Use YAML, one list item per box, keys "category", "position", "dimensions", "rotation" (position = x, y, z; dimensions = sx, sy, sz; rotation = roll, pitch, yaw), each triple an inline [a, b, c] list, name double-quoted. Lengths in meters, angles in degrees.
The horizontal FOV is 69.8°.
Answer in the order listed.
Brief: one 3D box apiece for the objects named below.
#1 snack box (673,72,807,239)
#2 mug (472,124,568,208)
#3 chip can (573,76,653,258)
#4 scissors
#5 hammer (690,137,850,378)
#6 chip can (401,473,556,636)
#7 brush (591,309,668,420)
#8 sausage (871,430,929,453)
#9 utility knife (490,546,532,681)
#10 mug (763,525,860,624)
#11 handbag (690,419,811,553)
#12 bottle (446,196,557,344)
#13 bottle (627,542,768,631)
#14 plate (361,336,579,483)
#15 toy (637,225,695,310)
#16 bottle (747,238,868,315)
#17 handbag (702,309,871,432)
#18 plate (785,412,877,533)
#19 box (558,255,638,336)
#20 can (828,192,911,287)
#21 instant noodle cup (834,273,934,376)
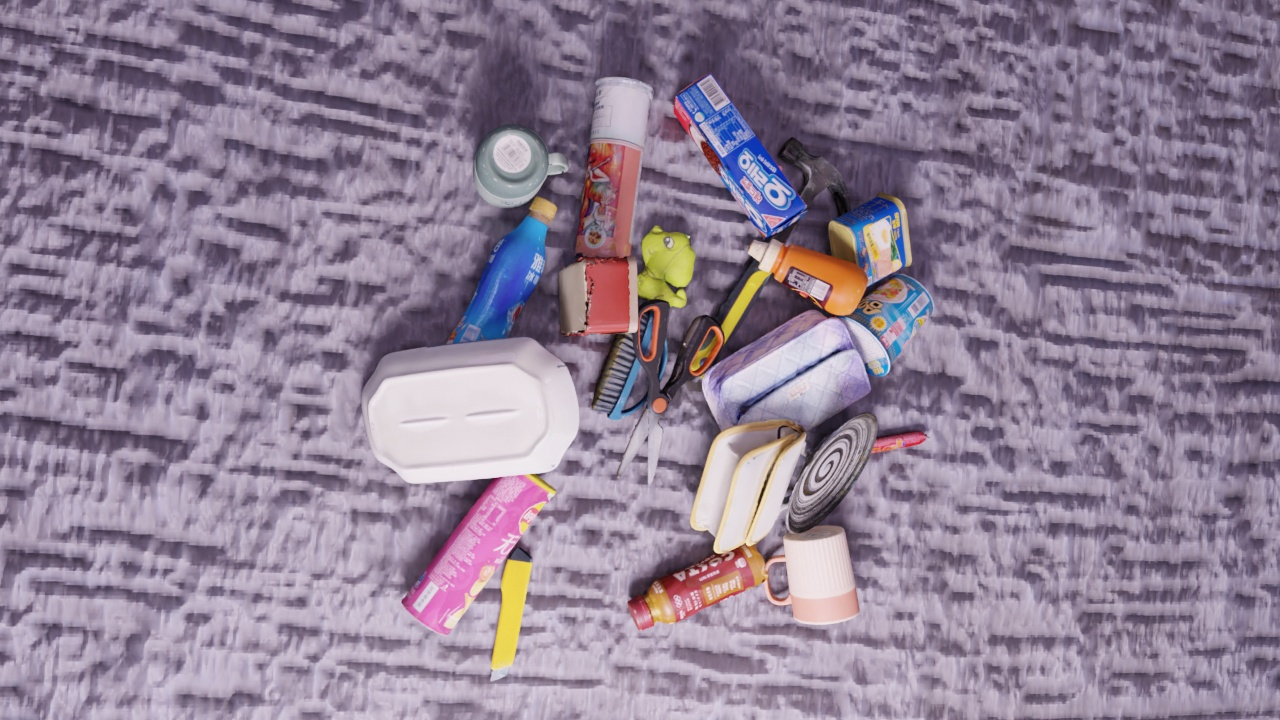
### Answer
- category: "snack box"
  position: [0.121, -0.248, 1.125]
  dimensions: [0.057, 0.058, 0.207]
  rotation: [-35, 86, -4]
- category: "mug"
  position: [-0.137, -0.226, 1.068]
  dimensions: [0.111, 0.106, 0.082]
  rotation: [-7, 91, -12]
- category: "chip can"
  position: [-0.033, -0.225, 1.108]
  dimensions: [0.071, 0.071, 0.214]
  rotation: [7, 90, -12]
- category: "scissors"
  position: [0.016, 0.031, 1.104]
  dimensions: [0.226, 0.022, 0.198]
  rotation: [-45, 114, -12]
- category: "hammer"
  position: [0.157, -0.117, 1.168]
  dimensions: [0.126, 0.032, 0.323]
  rotation: [34, 84, -9]
- category: "chip can"
  position: [-0.191, 0.218, 1.084]
  dimensions: [0.071, 0.071, 0.210]
  rotation: [38, 84, -10]
- category: "brush"
  position: [-0.007, 0.007, 1.125]
  dimensions: [0.073, 0.055, 0.144]
  rotation: [21, 86, -11]
- category: "sausage"
  position: [0.310, 0.111, 1.210]
  dimensions: [0.155, 0.020, 0.020]
  rotation: [-7, 92, -11]
- category: "utility knife"
  position: [-0.160, 0.309, 1.119]
  dimensions: [0.033, 0.015, 0.167]
  rotation: [11, 90, -6]
- category: "mug"
  position: [0.214, 0.272, 1.169]
  dimensions: [0.115, 0.081, 0.106]
  rotation: [-9, 91, 18]
- category: "handbag"
  position: [0.159, 0.150, 1.121]
  dimensions: [0.178, 0.063, 0.164]
  rotation: [-9, 129, -30]
- category: "bottle"
  position: [-0.159, -0.091, 1.088]
  dimensions: [0.065, 0.065, 0.218]
  rotation: [26, 85, -11]
- category: "bottle"
  position: [0.070, 0.283, 1.144]
  dimensions: [0.174, 0.057, 0.057]
  rotation: [-22, 95, -10]
- category: "plate"
  position: [-0.202, 0.062, 1.041]
  dimensions: [0.266, 0.034, 0.162]
  rotation: [-5, 99, 14]
- category: "toy"
  position: [0.032, -0.113, 1.143]
  dimensions: [0.096, 0.031, 0.100]
  rotation: [44, 87, -9]
- category: "bottle"
  position: [0.201, -0.110, 1.128]
  dimensions: [0.149, 0.067, 0.066]
  rotation: [25, 86, 4]
- category: "handbag"
  position: [0.183, 0.034, 1.148]
  dimensions: [0.193, 0.075, 0.134]
  rotation: [-31, 115, -8]
- category: "plate"
  position: [0.233, 0.136, 1.141]
  dimensions: [0.024, 0.179, 0.179]
  rotation: [36, 82, 33]
- category: "box"
  position: [-0.059, -0.073, 1.055]
  dimensions: [0.076, 0.168, 0.091]
  rotation: [-2, 91, -15]
- category: "can"
  position: [0.290, -0.149, 1.164]
  dimensions: [0.083, 0.057, 0.102]
  rotation: [-28, 124, -16]
- category: "instant noodle cup"
  position: [0.314, -0.052, 1.174]
  dimensions: [0.109, 0.099, 0.099]
  rotation: [-41, 98, -15]
